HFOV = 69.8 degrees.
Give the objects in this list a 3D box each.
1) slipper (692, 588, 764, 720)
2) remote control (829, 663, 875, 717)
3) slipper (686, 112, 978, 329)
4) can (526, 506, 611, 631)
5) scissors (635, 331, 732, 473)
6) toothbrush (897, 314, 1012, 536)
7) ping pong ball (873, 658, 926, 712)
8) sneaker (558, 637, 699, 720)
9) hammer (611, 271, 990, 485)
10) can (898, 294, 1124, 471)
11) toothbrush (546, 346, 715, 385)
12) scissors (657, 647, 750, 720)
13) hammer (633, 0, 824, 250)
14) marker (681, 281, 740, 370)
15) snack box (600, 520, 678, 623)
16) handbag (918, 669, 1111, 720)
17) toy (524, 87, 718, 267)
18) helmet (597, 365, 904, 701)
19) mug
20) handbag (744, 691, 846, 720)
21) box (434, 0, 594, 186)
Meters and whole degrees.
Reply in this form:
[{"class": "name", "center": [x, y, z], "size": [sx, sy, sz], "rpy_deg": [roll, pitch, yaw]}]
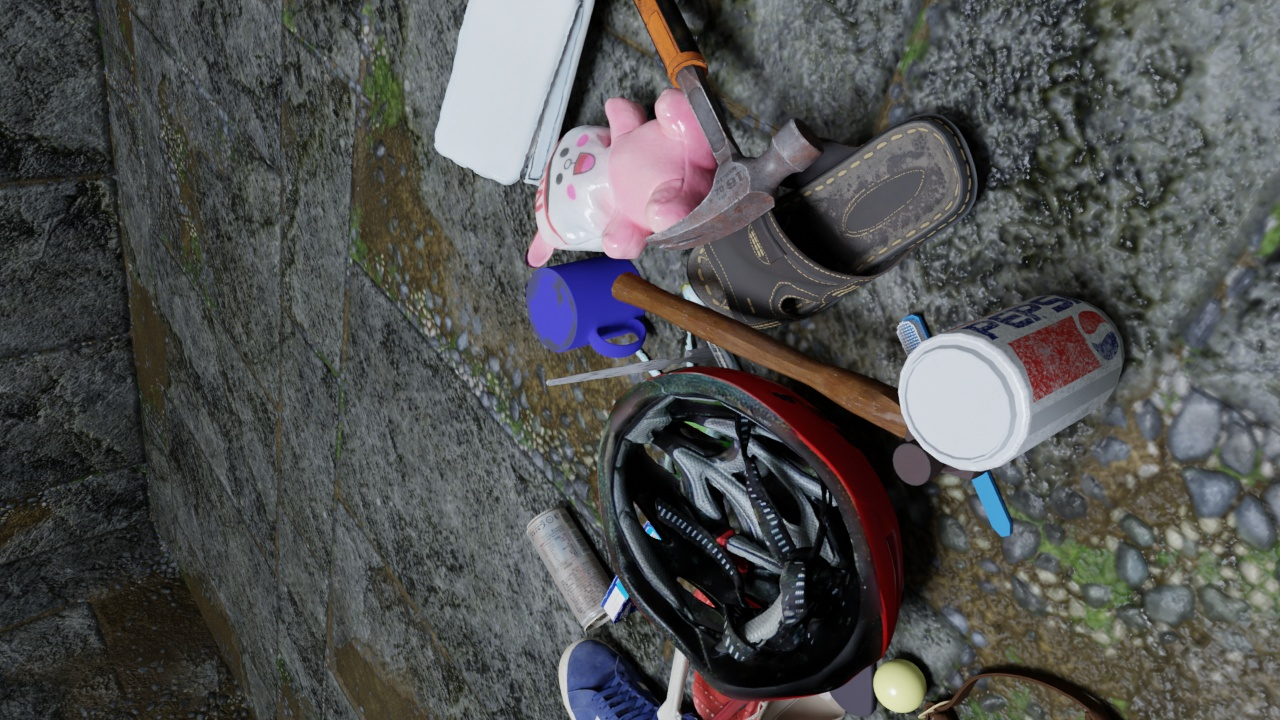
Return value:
[{"class": "slipper", "center": [0.081, 0.269, 0.857], "size": [0.103, 0.059, 0.249], "rpy_deg": [37, 131, 36]}, {"class": "remote control", "center": [0.179, 0.242, 0.769], "size": [0.046, 0.009, 0.124], "rpy_deg": [17, 116, 46]}, {"class": "slipper", "center": [0.117, -0.092, 0.665], "size": [0.269, 0.075, 0.113], "rpy_deg": [-24, 84, 51]}, {"class": "can", "center": [-0.075, 0.233, 1.034], "size": [0.135, 0.054, 0.054], "rpy_deg": [54, 138, 21]}, {"class": "scissors", "center": [0.050, 0.051, 0.854], "size": [0.168, 0.023, 0.171], "rpy_deg": [28, 126, 48]}, {"class": "toothbrush", "center": [0.220, 0.046, 0.643], "size": [0.016, 0.014, 0.166], "rpy_deg": [-29, 81, 51]}, {"class": "ping pong ball", "center": [0.203, 0.255, 0.719], "size": [0.040, 0.040, 0.040], "rpy_deg": [21, 119, 45]}, {"class": "sneaker", "center": [-0.002, 0.376, 0.956], "size": [0.233, 0.091, 0.119], "rpy_deg": [52, 153, 21]}, {"class": "hammer", "center": [0.101, -0.002, 0.654], "size": [0.323, 0.115, 0.033], "rpy_deg": [27, 122, 37]}, {"class": "can", "center": [0.218, 0.009, 0.533], "size": [0.078, 0.135, 0.078], "rpy_deg": [22, 119, 45]}, {"class": "toothbrush", "center": [-0.004, 0.004, 0.763], "size": [0.010, 0.181, 0.010], "rpy_deg": [29, 119, 45]}, {"class": "scissors", "center": [0.045, 0.329, 0.842], "size": [0.188, 0.015, 0.179], "rpy_deg": [-19, 82, 39]}, {"class": "hammer", "center": [0.021, -0.223, 0.695], "size": [0.138, 0.035, 0.314], "rpy_deg": [-40, 55, 30]}, {"class": "marker", "center": [0.073, -0.003, 0.800], "size": [0.017, 0.017, 0.146], "rpy_deg": [-39, 73, 49]}, {"class": "snack box", "center": [0.018, 0.191, 0.886], "size": [0.027, 0.082, 0.151], "rpy_deg": [48, 135, 26]}, {"class": "handbag", "center": [0.270, 0.291, 0.650], "size": [0.167, 0.063, 0.138], "rpy_deg": [-29, 64, 54]}, {"class": "toy", "center": [-0.021, -0.151, 0.798], "size": [0.214, 0.084, 0.142], "rpy_deg": [-5, 74, 46]}, {"class": "helmet", "center": [0.083, 0.123, 0.710], "size": [0.272, 0.166, 0.218], "rpy_deg": [49, 122, 17]}, {"class": "mug", "center": [-0.043, -0.045, 0.868], "size": [0.111, 0.083, 0.079], "rpy_deg": [49, 136, 27]}, {"class": "handbag", "center": [0.072, 0.382, 0.797], "size": [0.062, 0.197, 0.176], "rpy_deg": [39, 131, 35]}, {"class": "box", "center": [-0.123, -0.268, 0.830], "size": [0.106, 0.124, 0.216], "rpy_deg": [-110, 31, -46]}]
